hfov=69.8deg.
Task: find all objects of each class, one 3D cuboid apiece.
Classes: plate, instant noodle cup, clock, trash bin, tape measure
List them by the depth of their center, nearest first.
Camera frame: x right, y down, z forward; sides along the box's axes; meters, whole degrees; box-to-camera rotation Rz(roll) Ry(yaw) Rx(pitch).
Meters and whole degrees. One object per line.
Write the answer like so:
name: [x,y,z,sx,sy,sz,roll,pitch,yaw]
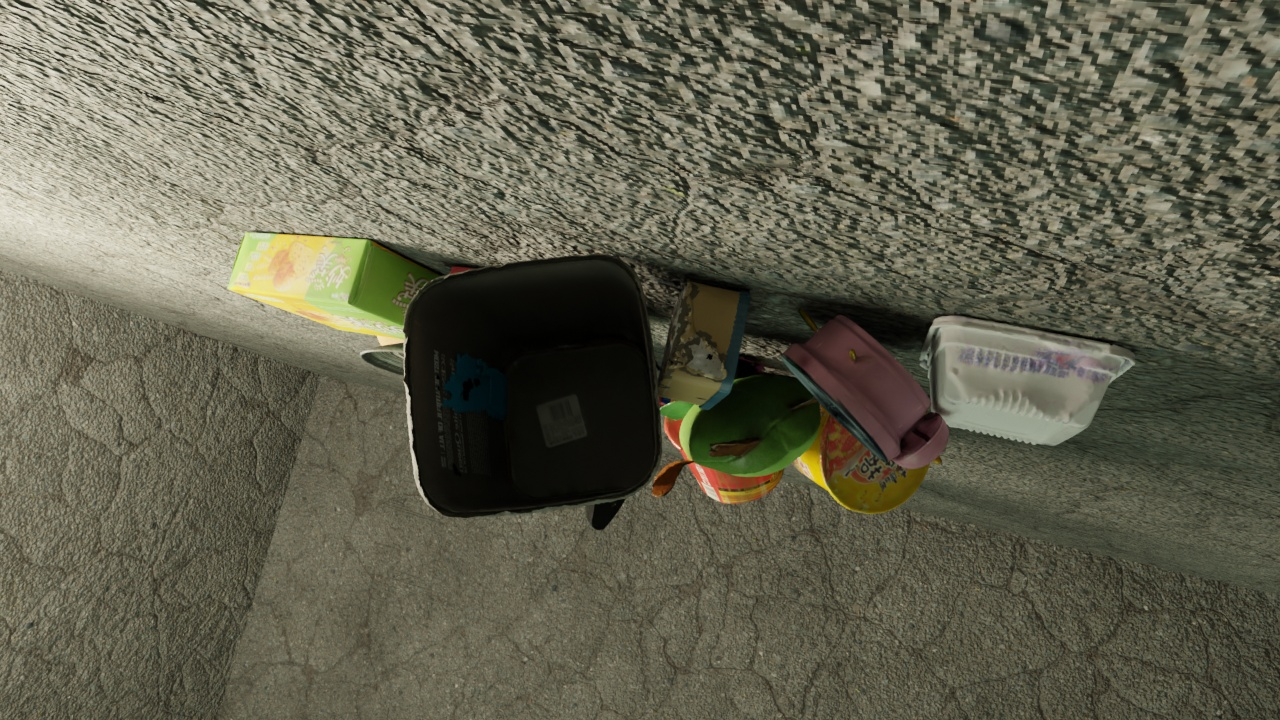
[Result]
instant noodle cup: [0.284,0.022,0.708,0.138,0.060,0.173,12,170,15]
clock: [0.183,0.030,0.729,0.158,0.060,0.117,45,-177,-28]
trash bin: [-0.076,0.037,0.807,0.199,0.199,0.220,-7,169,4]
instant noodle cup: [0.228,0.086,0.995,0.138,0.138,0.110,17,180,-20]
tape measure: [0.104,0.013,1.007,0.057,0.039,0.058,13,176,5]
instant noodle cup: [0.106,0.094,1.075,0.138,0.137,0.109,9,140,28]
plate: [-0.239,0.002,1.089,0.179,0.024,0.179,9,168,2]

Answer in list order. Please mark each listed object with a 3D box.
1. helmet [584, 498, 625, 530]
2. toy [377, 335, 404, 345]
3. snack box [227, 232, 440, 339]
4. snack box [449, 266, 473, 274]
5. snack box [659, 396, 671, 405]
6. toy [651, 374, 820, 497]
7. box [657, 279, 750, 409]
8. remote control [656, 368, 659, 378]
helmet: [-0.109,0.156,1.634,0.233,0.230,0.274,27,175,17]
toy: [-0.286,-0.023,1.212,0.143,0.082,0.226,36,166,-12]
snack box: [-0.314,-0.077,0.994,0.210,0.070,0.157,9,170,33]
snack box: [-0.133,-0.055,0.925,0.127,0.044,0.113,8,170,27]
snack box: [0.126,0.054,1.171,0.207,0.057,0.058,14,174,-5]
toy: [0.105,0.064,0.895,0.226,0.090,0.247,-29,-176,-13]
box: [0.050,-0.008,0.794,0.059,0.089,0.184,13,174,2]
remote control: [-0.007,0.007,1.202,0.056,0.020,0.136,11,171,11]
